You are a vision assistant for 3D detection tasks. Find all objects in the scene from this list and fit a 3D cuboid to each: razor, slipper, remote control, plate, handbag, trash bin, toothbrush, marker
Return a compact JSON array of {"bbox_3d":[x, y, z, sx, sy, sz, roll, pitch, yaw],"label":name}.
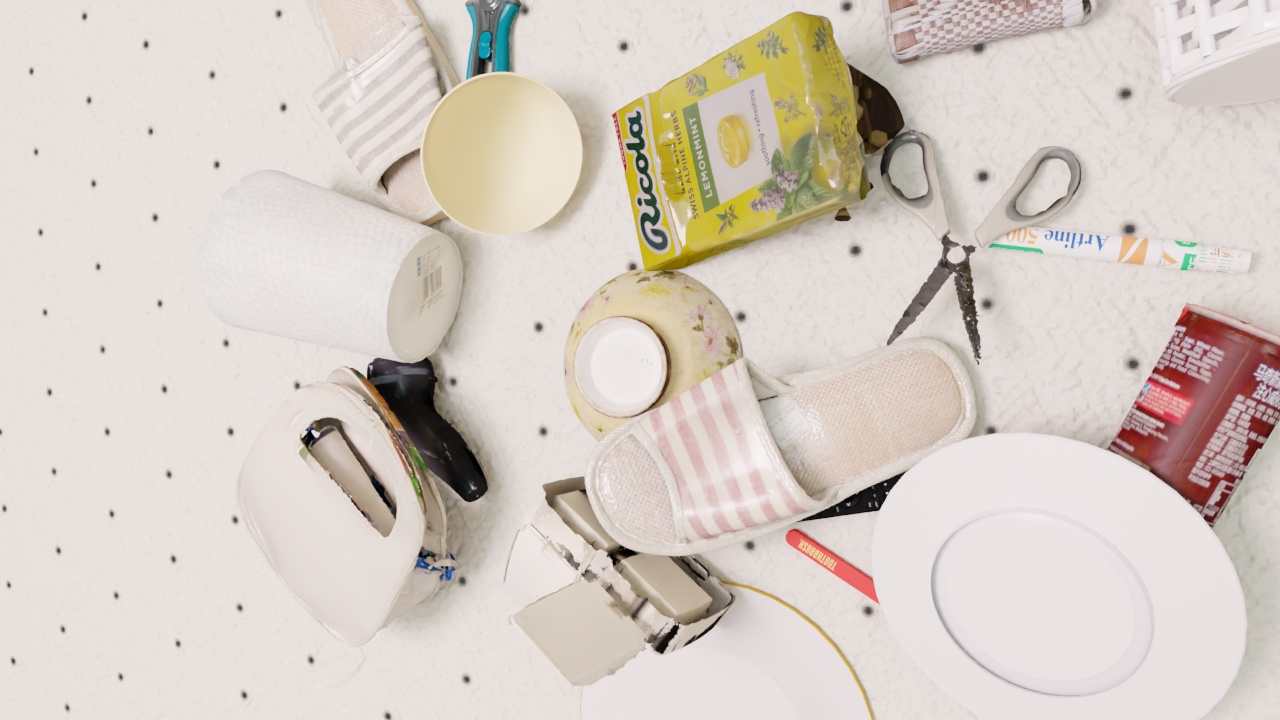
[{"bbox_3d":[-0.169,0.052,0.746,0.063,0.053,0.140,-41,81,-6],"label":"razor"},{"bbox_3d":[0.089,0.052,0.597,0.263,0.052,0.115,-19,84,4],"label":"slipper"},{"bbox_3d":[0.120,0.097,0.645,0.140,0.009,0.030,-13,87,23],"label":"remote control"},{"bbox_3d":[0.236,0.143,0.548,0.209,0.015,0.209,14,115,31],"label":"plate"},{"bbox_3d":[-0.217,-0.241,0.753,0.115,0.054,0.272,-24,82,17],"label":"slipper"},{"bbox_3d":[-0.224,0.105,0.736,0.200,0.092,0.200,45,125,15],"label":"handbag"},{"bbox_3d":[-0.238,-0.069,0.730,0.161,0.133,0.133,16,98,17],"label":"trash bin"},{"bbox_3d":[0.055,0.277,0.673,0.230,0.021,0.230,1,93,23],"label":"plate"},{"bbox_3d":[0.207,-0.291,0.573,0.124,0.047,0.186,-8,89,24],"label":"handbag"},{"bbox_3d":[0.188,0.177,0.615,0.212,0.017,0.012,32,104,19],"label":"toothbrush"},{"bbox_3d":[0.288,-0.069,0.563,0.146,0.017,0.017,10,96,22],"label":"marker"}]

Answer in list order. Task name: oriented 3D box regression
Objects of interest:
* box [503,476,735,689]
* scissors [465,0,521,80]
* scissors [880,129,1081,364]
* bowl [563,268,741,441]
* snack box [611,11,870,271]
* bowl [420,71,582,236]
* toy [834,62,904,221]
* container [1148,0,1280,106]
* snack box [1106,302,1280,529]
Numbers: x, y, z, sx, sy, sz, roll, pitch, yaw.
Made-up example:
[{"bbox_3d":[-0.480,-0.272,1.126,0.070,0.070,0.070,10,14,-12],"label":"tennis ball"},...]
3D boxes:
[{"bbox_3d":[-0.046,0.165,0.621,0.143,0.183,0.099,40,107,26],"label":"box"},{"bbox_3d":[-0.113,-0.259,0.724,0.139,0.019,0.136,47,106,16],"label":"scissors"},{"bbox_3d":[0.205,-0.084,0.581,0.158,0.012,0.171,-30,67,10],"label":"scissors"},{"bbox_3d":[-0.004,0.004,0.664,0.145,0.063,0.145,0,90,23],"label":"bowl"},{"bbox_3d":[0.059,-0.137,0.605,0.181,0.045,0.121,-13,87,49],"label":"snack box"},{"bbox_3d":[-0.110,-0.161,0.691,0.118,0.118,0.074,-61,29,13],"label":"bowl"},{"bbox_3d":[0.132,-0.141,0.598,0.076,0.062,0.100,2,74,6],"label":"toy"},{"bbox_3d":[0.344,-0.241,0.440,0.190,0.189,0.187,-8,90,23],"label":"container"},{"bbox_3d":[0.319,0.036,0.526,0.072,0.072,0.121,28,103,19],"label":"snack box"}]
